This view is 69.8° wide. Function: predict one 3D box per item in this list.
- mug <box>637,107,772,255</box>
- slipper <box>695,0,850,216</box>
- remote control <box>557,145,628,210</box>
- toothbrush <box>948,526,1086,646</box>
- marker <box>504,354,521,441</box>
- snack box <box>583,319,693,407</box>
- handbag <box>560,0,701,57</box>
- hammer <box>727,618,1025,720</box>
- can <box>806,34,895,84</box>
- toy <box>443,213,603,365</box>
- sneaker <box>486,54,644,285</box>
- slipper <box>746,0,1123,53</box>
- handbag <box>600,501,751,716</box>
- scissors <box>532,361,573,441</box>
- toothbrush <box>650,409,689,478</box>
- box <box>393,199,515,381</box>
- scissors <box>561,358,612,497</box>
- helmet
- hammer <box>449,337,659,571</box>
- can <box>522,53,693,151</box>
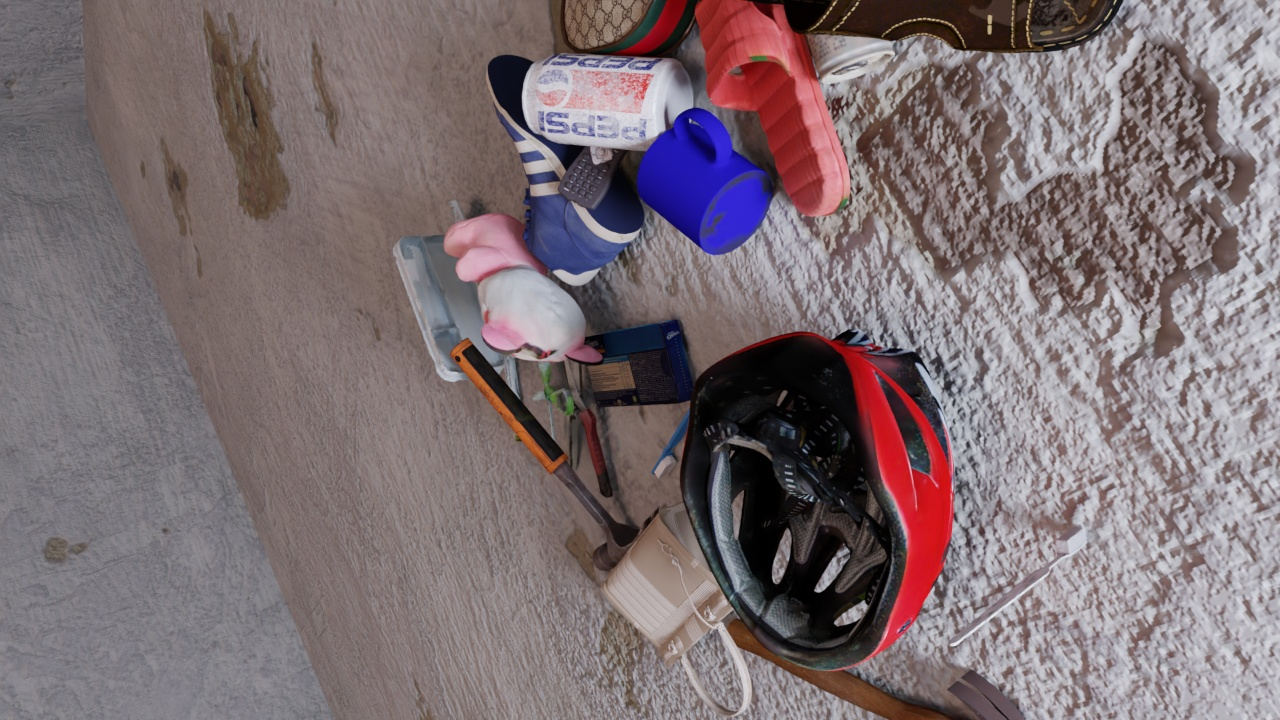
[{"bbox_3d":[0.053,-0.154,0.757,0.083,0.079,0.111,44,154,32],"label":"mug"},{"bbox_3d":[0.083,-0.220,0.693,0.103,0.059,0.249,175,73,-76],"label":"slipper"},{"bbox_3d":[-0.030,-0.200,0.851,0.046,0.009,0.124,31,91,21],"label":"remote control"},{"bbox_3d":[0.236,0.136,0.567,0.010,0.181,0.010,-8,95,48],"label":"toothbrush"},{"bbox_3d":[-0.164,0.035,1.181,0.017,0.017,0.146,16,117,49],"label":"marker"},{"bbox_3d":[-0.006,0.005,0.953,0.150,0.027,0.082,-6,98,54],"label":"snack box"},{"bbox_3d":[-0.012,-0.337,0.803,0.167,0.063,0.138,14,99,53],"label":"handbag"},{"bbox_3d":[0.197,0.294,0.813,0.324,0.033,0.115,10,114,51],"label":"hammer"},{"bbox_3d":[0.131,-0.267,0.637,0.054,0.054,0.135,-16,92,54],"label":"can"},{"bbox_3d":[-0.127,-0.072,0.977,0.084,0.141,0.213,-48,44,23],"label":"toy"},{"bbox_3d":[-0.093,-0.186,0.942,0.233,0.091,0.119,53,143,11],"label":"sneaker"},{"bbox_3d":[0.151,-0.248,0.554,0.268,0.075,0.113,20,110,24],"label":"slipper"},{"bbox_3d":[0.054,0.272,0.949,0.198,0.062,0.176,59,142,24],"label":"handbag"},{"bbox_3d":[-0.107,0.033,1.082,0.172,0.023,0.167,-11,98,68],"label":"scissors"},{"bbox_3d":[0.047,0.069,0.923,0.014,0.016,0.167,53,139,24],"label":"toothbrush"},{"bbox_3d":[-0.209,-0.096,1.114,0.125,0.106,0.215,-43,65,43],"label":"box"},{"bbox_3d":[-0.069,0.074,1.058,0.187,0.015,0.180,60,150,13],"label":"scissors"},{"bbox_3d":[0.135,0.106,0.697,0.217,0.166,0.272,31,127,42],"label":"helmet"},{"bbox_3d":[-0.102,0.098,1.041,0.314,0.034,0.138,50,139,0],"label":"hammer"},{"bbox_3d":[-0.029,-0.227,0.806,0.136,0.078,0.078,11,116,23],"label":"can"}]
